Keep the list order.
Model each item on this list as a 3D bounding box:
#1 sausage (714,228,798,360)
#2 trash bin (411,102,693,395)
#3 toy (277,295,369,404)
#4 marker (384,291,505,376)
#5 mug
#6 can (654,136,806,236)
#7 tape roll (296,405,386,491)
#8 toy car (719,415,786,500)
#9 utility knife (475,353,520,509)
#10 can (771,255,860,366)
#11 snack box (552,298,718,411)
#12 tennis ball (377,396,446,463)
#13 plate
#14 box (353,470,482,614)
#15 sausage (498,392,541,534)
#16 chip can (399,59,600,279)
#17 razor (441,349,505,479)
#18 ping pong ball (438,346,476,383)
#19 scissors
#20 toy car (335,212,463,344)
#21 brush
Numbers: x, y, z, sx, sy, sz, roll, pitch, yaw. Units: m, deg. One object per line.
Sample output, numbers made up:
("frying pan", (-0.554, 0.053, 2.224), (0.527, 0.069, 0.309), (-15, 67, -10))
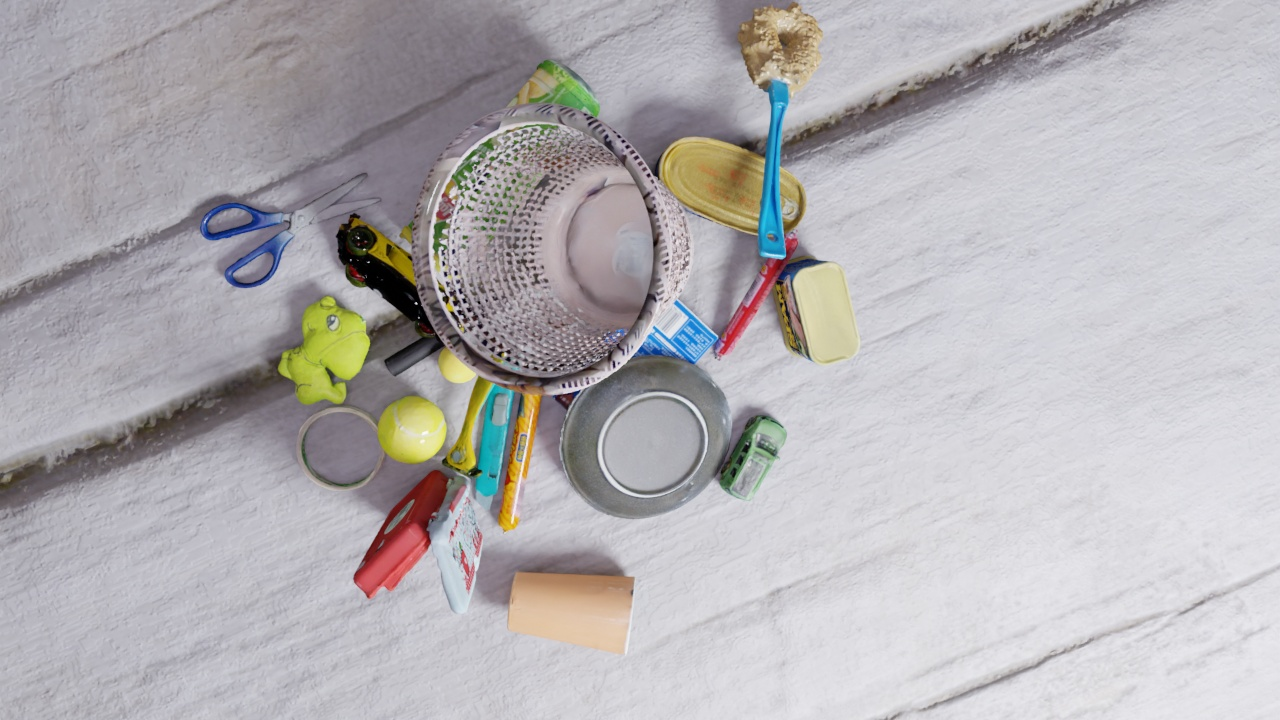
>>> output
("sausage", (0.113, -0.063, 0.903), (0.020, 0.020, 0.156), (26, 116, -8))
("trash bin", (-0.051, -0.096, 0.798), (0.228, 0.191, 0.227), (3, 99, 21))
("toy", (-0.303, -0.007, 0.891), (0.100, 0.031, 0.097), (-29, 99, 4))
("marker", (-0.192, -0.026, 0.902), (0.132, 0.022, 0.020), (-32, 62, 0))
("mug", (-0.070, 0.251, 0.929), (0.123, 0.078, 0.078), (7, 97, 0))
("can", (0.086, -0.167, 0.890), (0.148, 0.049, 0.074), (19, 96, -7))
("tape roll", (-0.297, 0.087, 0.914), (0.086, 0.014, 0.086), (-1, 98, -4))
("toy car", (0.117, 0.101, 0.940), (0.043, 0.036, 0.091), (27, 91, -7))
("utility knife", (-0.145, 0.071, 0.924), (0.029, 0.013, 0.164), (10, 97, 0))
("can", (0.171, -0.049, 0.897), (0.057, 0.083, 0.102), (-16, 99, -3))
("snack box", (-0.005, 0.005, 0.919), (0.084, 0.026, 0.157), (42, 93, -10))
("tennis ball", (-0.222, 0.067, 0.891), (0.065, 0.065, 0.065), (-1, 98, -5))
("plate", (0.010, 0.081, 0.911), (0.179, 0.024, 0.179), (-5, 109, -15))
("box", (-0.182, 0.170, 0.840), (0.095, 0.201, 0.098), (-45, 99, 1))
("sausage", (-0.121, 0.098, 0.926), (0.021, 0.021, 0.165), (10, 97, -6))
("chip can", (-0.129, -0.179, 0.860), (0.072, 0.072, 0.221), (41, 93, -9))
("razor", (-0.160, 0.049, 0.906), (0.043, 0.028, 0.132), (23, 96, 24))
("ping pong ball", (-0.177, 0.002, 0.898), (0.040, 0.040, 0.040), (-1, 98, -5))
("scissors", (-0.340, -0.140, 0.880), (0.141, 0.012, 0.171), (34, 93, -9))
("toy car", (-0.225, -0.073, 0.864), (0.156, 0.071, 0.041), (39, 60, 3))
("brush", (0.127, -0.217, 0.856), (0.083, 0.046, 0.254), (7, 80, -16))
